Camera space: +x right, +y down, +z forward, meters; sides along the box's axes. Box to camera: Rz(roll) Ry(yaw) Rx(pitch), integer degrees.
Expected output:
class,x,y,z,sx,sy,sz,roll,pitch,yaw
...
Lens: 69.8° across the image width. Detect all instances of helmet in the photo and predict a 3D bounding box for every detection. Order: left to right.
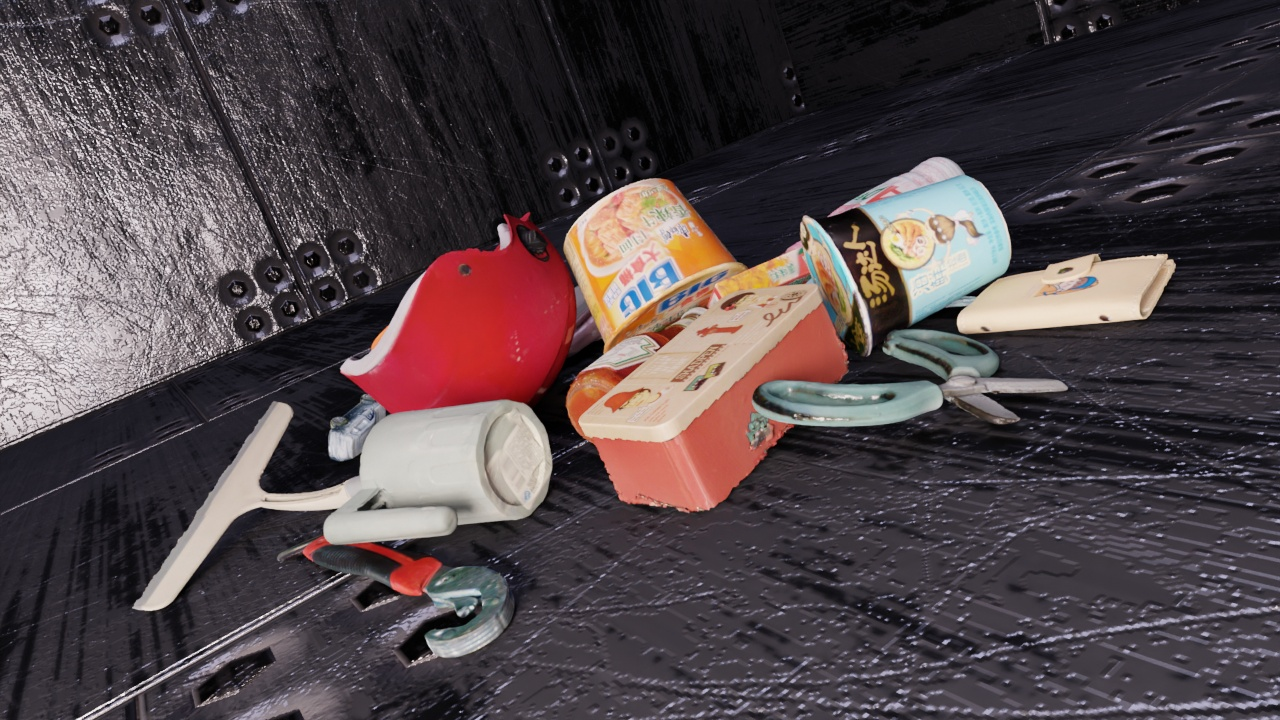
class,x,y,z,sx,sy,sz,roll,pitch,yaw
helmet,-0.136,-0.021,0.829,0.208,0.144,0.239,-40,6,34

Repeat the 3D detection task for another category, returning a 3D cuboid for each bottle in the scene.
class,x,y,z,sx,sy,sz,roll,pitch,yaw
bottle,0.012,0.003,0.733,0.060,0.060,0.205,-12,14,30
bottle,0.237,-0.137,0.926,0.196,0.068,0.068,-28,16,-13

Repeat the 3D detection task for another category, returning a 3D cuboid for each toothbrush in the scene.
class,x,y,z,sx,sy,sz,roll,pitch,yaw
toothbrush,-0.191,0.113,0.697,0.181,0.018,0.015,-23,18,-4

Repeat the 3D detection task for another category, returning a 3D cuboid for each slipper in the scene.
class,x,y,z,sx,sy,sz,roll,pitch,yaw
slipper,-0.048,-0.060,1.037,0.273,0.054,0.114,-44,18,-33

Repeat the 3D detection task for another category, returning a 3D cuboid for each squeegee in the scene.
class,x,y,z,sx,sy,sz,roll,pitch,yaw
squeegee,-0.245,0.104,0.761,0.247,0.039,0.245,-11,34,15

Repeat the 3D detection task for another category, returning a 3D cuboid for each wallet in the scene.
class,x,y,z,sx,sy,sz,roll,pitch,yaw
wallet,0.281,-0.046,0.607,0.115,0.024,0.087,-7,21,47

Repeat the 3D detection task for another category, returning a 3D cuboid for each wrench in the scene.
class,x,y,z,sx,sy,sz,roll,pitch,yaw
wrench,-0.153,0.133,0.572,0.056,0.016,0.274,-30,17,-32

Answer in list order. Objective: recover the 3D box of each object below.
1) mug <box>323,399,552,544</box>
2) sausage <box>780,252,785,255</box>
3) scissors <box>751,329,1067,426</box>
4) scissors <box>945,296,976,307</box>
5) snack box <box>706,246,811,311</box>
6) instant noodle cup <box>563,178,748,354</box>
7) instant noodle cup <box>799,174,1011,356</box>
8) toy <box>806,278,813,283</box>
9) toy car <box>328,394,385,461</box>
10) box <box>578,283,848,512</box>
class,x,y,z,sx,sy,sz,roll,pitch,yaw
mug,-0.132,0.080,0.608,0.104,0.084,0.123,-9,22,31
sausage,0.131,-0.085,0.969,0.020,0.020,0.155,-10,18,35
scissors,0.150,0.009,0.545,0.174,0.019,0.169,-4,15,7
scissors,0.223,-0.042,0.696,0.063,0.017,0.135,-28,19,-39
snack box,0.135,-0.073,0.834,0.155,0.027,0.077,-24,-16,-12
instant noodle cup,0.007,-0.086,0.837,0.151,0.111,0.151,-28,-15,-8
instant noodle cup,0.192,-0.076,0.660,0.120,0.111,0.111,-24,14,1
toy,0.210,-0.082,0.777,0.162,0.050,0.156,-27,-6,35
toy car,-0.288,0.069,0.942,0.034,0.043,0.090,11,26,11
box,0.053,0.026,0.581,0.091,0.079,0.167,-2,30,49
